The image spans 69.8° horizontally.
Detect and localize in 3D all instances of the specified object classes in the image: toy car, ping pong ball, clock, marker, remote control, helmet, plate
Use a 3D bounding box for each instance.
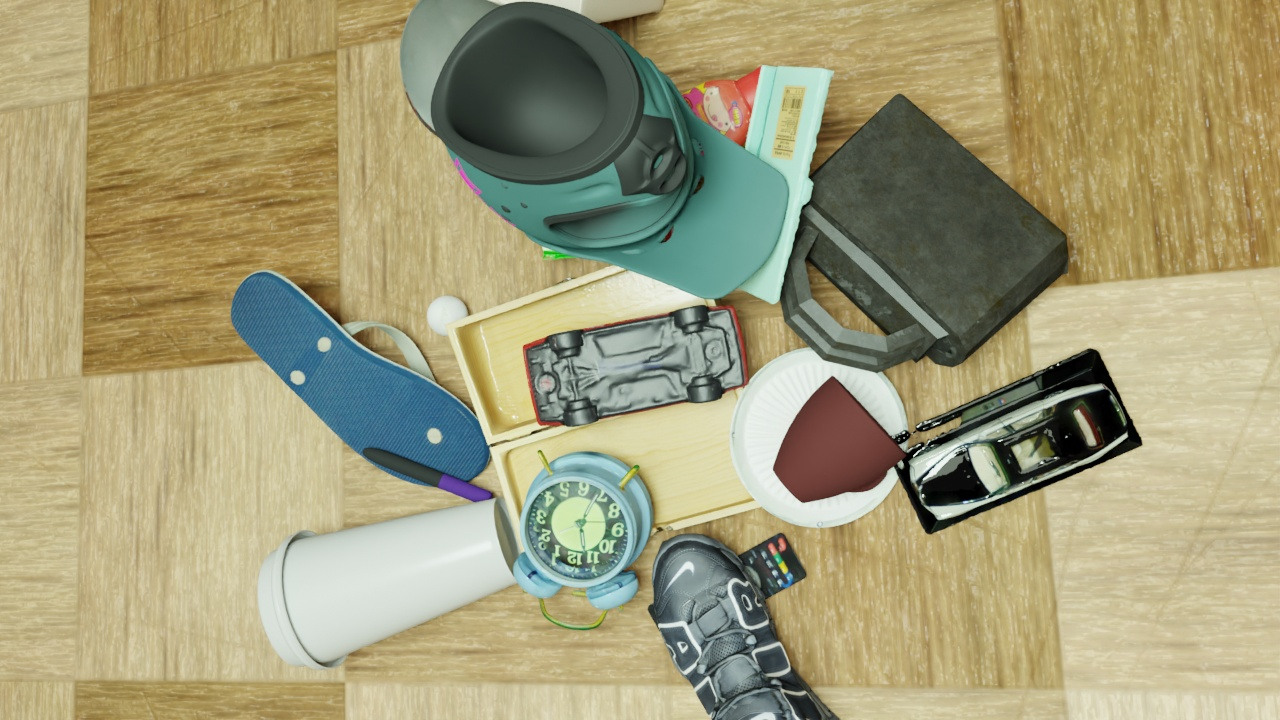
[{"bbox_3d":[-0.005,0.004,0.788,0.189,0.056,0.081,-11,94,7],"label":"toy car"},{"bbox_3d":[-0.191,-0.044,0.908,0.040,0.040,0.040,-2,84,15],"label":"ping pong ball"},{"bbox_3d":[-0.052,0.159,0.810,0.118,0.060,0.162,5,100,10],"label":"clock"},{"bbox_3d":[-0.206,0.112,0.886,0.134,0.018,0.015,21,52,2],"label":"marker"},{"bbox_3d":[0.305,0.070,0.744,0.192,0.071,0.094,-25,87,12],"label":"toy car"},{"bbox_3d":[0.077,0.206,0.821,0.140,0.021,0.045,-30,87,6],"label":"remote control"},{"bbox_3d":[-0.028,-0.165,0.746,0.275,0.200,0.176,33,92,36],"label":"helmet"},{"bbox_3d":[0.154,0.066,0.796,0.157,0.014,0.157,0,90,-4],"label":"plate"}]

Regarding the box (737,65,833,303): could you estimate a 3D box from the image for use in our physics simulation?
[{"bbox_3d":[0.106,-0.151,0.772,0.052,0.138,0.187,8,104,-6],"label":"box"}]

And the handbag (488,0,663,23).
[{"bbox_3d":[-0.096,-0.373,0.846,0.198,0.194,0.101,20,121,18],"label":"handbag"}]

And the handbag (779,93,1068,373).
[{"bbox_3d":[0.211,-0.079,0.771,0.199,0.102,0.197,-40,75,-9],"label":"handbag"}]

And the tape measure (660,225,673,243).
[{"bbox_3d":[0.035,-0.112,0.865,0.062,0.020,0.060,2,85,16],"label":"tape measure"}]

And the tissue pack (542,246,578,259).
[{"bbox_3d":[-0.046,-0.149,0.876,0.099,0.034,0.114,3,87,1],"label":"tissue pack"}]

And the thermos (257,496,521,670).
[{"bbox_3d":[-0.225,0.199,0.857,0.222,0.131,0.131,-18,80,5],"label":"thermos"}]

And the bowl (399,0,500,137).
[{"bbox_3d":[-0.164,-0.292,0.907,0.151,0.056,0.151,10,111,28],"label":"bowl"}]

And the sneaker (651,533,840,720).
[{"bbox_3d":[0.080,0.263,0.735,0.097,0.150,0.252,-33,87,6],"label":"sneaker"}]

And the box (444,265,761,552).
[{"bbox_3d":[-0.027,0.042,0.845,0.247,0.068,0.253,-18,85,14],"label":"box"}]

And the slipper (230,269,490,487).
[{"bbox_3d":[-0.273,0.020,0.907,0.295,0.060,0.118,39,108,-2],"label":"slipper"}]

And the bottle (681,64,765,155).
[{"bbox_3d":[0.070,-0.223,0.853,0.134,0.048,0.071,-26,78,11],"label":"bottle"}]

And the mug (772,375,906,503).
[{"bbox_3d":[0.162,0.081,0.757,0.088,0.114,0.087,-43,35,10],"label":"mug"}]
